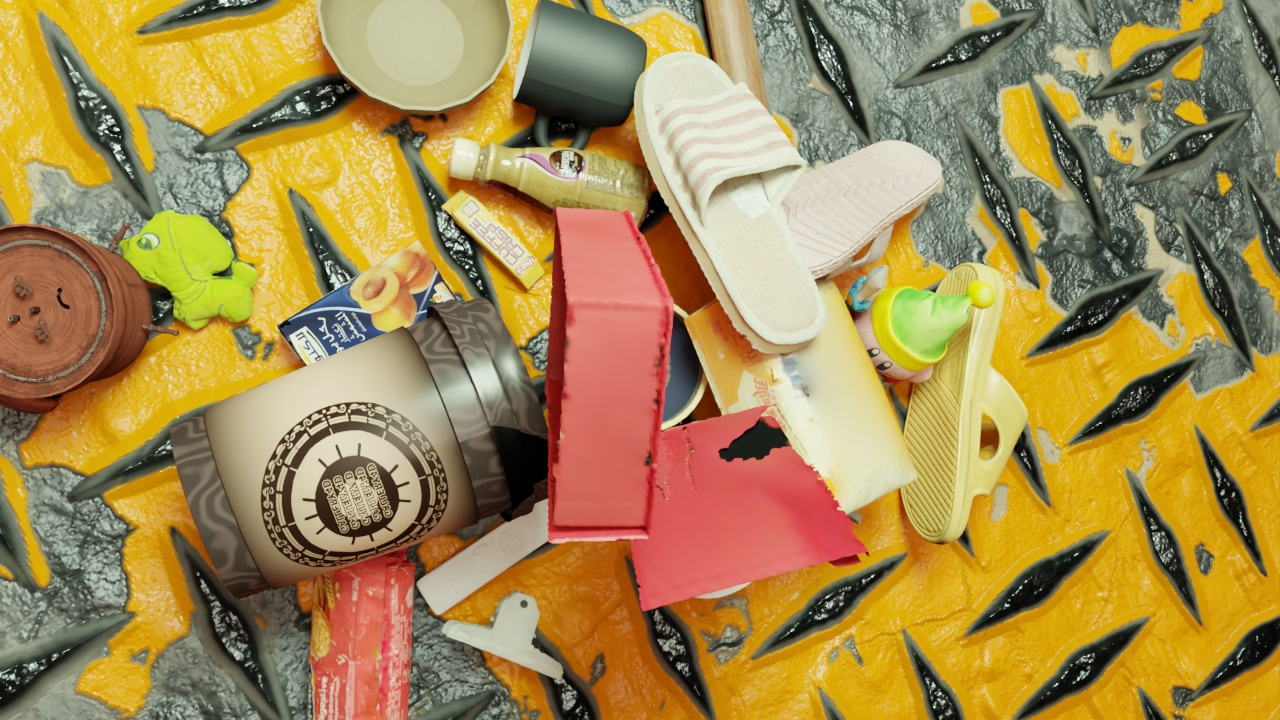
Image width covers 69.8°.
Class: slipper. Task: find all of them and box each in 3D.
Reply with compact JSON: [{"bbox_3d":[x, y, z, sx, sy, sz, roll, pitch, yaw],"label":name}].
[{"bbox_3d":[0.180,-0.127,0.825,0.238,0.065,0.094,-34,61,-32],"label":"slipper"},{"bbox_3d":[0.302,0.041,0.844,0.078,0.100,0.263,15,79,-16],"label":"slipper"},{"bbox_3d":[0.078,-0.133,0.712,0.114,0.052,0.262,-13,75,-28],"label":"slipper"}]

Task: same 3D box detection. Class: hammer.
[{"bbox_3d":[0.078,-0.281,0.830,0.157,0.037,0.300,-10,89,-16],"label":"hammer"}]

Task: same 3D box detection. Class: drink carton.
[{"bbox_3d":[-0.216,-0.035,0.734,0.130,0.040,0.064,-35,95,-14],"label":"drink carton"}]

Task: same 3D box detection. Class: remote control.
[{"bbox_3d":[-0.122,0.160,0.763,0.130,0.012,0.033,-33,93,-15],"label":"remote control"}]

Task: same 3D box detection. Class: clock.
[{"bbox_3d":[-0.426,-0.029,0.650,0.157,0.072,0.120,-23,93,0],"label":"clock"}]

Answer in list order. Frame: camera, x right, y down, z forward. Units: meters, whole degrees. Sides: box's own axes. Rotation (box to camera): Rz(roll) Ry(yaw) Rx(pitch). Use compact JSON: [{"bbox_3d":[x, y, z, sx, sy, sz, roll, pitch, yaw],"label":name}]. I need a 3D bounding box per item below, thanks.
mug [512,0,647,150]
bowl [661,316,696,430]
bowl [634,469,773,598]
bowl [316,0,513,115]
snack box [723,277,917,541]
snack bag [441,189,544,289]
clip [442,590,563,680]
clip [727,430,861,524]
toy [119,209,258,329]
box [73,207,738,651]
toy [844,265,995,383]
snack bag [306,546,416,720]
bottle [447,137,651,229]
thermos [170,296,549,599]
[{"bbox_3d":[-0.056,-0.229,0.774,0.094,0.085,0.122,13,111,-16],"label":"mug"},{"bbox_3d":[-0.005,0.005,0.779,0.112,0.061,0.112,1,87,-15],"label":"bowl"},{"bbox_3d":[0.053,0.140,0.781,0.115,0.050,0.115,1,109,3],"label":"bowl"},{"bbox_3d":[-0.183,-0.271,0.751,0.152,0.050,0.152,1,87,-15],"label":"bowl"},{"bbox_3d":[0.140,0.031,0.759,0.144,0.081,0.195,-12,77,-46],"label":"snack box"},{"bbox_3d":[-0.123,-0.103,0.774,0.099,0.020,0.026,45,78,-8],"label":"snack bag"},{"bbox_3d":[-0.106,0.223,0.753,0.102,0.056,0.056,26,104,-13],"label":"clip"},{"bbox_3d":[0.135,0.083,0.830,0.163,0.028,0.112,14,85,-15],"label":"clip"},{"bbox_3d":[-0.345,-0.070,0.705,0.094,0.036,0.093,-9,98,-13],"label":"toy"},{"bbox_3d":[-0.130,0.019,0.551,0.351,0.216,0.198,-1,112,-5],"label":"box"},{"bbox_3d":[0.237,-0.039,0.811,0.096,0.131,0.124,-42,97,-9],"label":"toy"},{"bbox_3d":[-0.212,0.225,0.700,0.082,0.082,0.176,2,86,-15],"label":"snack bag"},{"bbox_3d":[-0.076,-0.152,0.769,0.166,0.060,0.059,10,84,-14],"label":"bottle"},{"bbox_3d":[-0.196,0.066,0.661,0.225,0.173,0.172,-21,92,-19],"label":"thermos"}]
